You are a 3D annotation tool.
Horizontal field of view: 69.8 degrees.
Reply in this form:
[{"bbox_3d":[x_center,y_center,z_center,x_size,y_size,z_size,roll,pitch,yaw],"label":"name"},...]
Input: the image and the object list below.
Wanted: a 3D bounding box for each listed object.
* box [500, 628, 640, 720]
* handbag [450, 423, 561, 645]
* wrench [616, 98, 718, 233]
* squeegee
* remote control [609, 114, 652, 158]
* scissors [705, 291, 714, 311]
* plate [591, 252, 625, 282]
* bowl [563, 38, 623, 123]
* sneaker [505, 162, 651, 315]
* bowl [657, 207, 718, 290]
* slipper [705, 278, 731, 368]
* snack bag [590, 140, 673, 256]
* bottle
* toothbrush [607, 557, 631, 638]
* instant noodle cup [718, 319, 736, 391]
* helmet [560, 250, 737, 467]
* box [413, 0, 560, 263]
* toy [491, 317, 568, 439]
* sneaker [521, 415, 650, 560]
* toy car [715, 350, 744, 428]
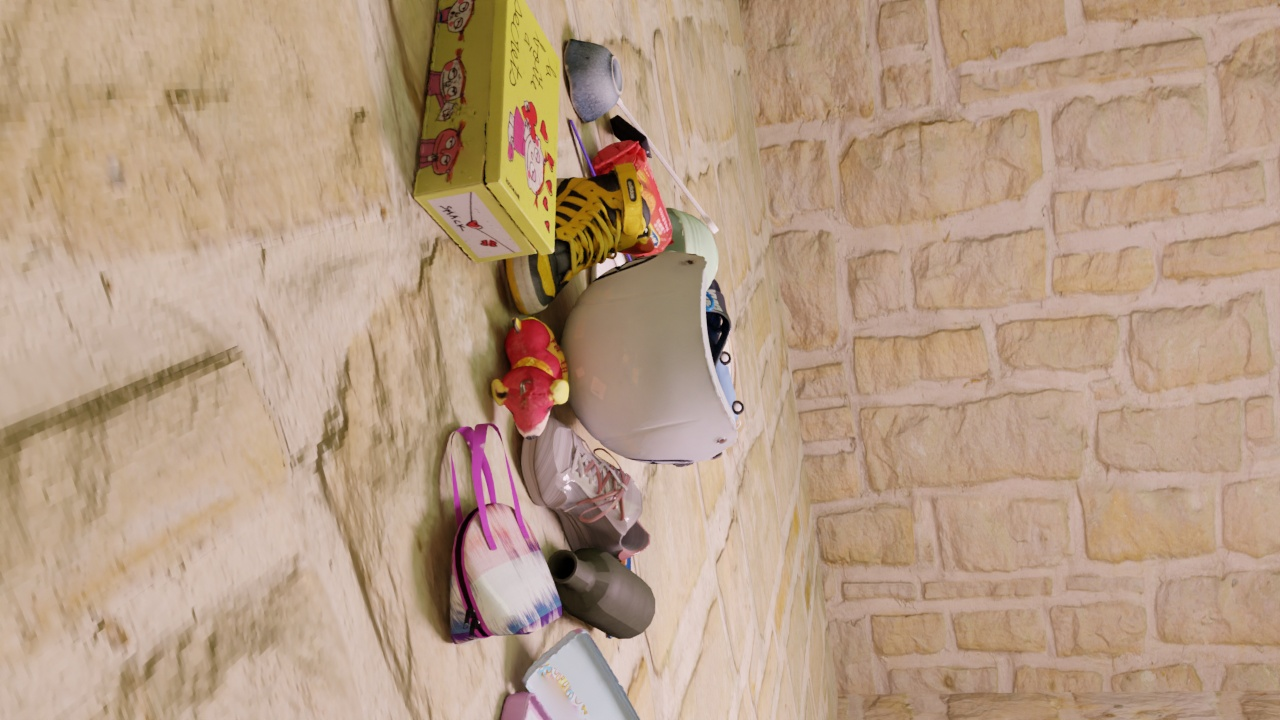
[{"bbox_3d":[-0.065,0.358,0.860,0.148,0.051,0.214,-55,142,-34],"label":"box"},{"bbox_3d":[-0.121,0.135,0.746,0.144,0.068,0.170,12,66,-74],"label":"handbag"},{"bbox_3d":[0.026,-0.290,1.299,0.273,0.009,0.047,51,8,-13],"label":"wrench"},{"bbox_3d":[-0.024,-0.160,1.108,0.250,0.055,0.185,66,-10,-27],"label":"squeegee"},{"bbox_3d":[-0.014,-0.307,1.261,0.136,0.015,0.032,-124,-166,-58],"label":"remote control"},{"bbox_3d":[0.056,-0.109,1.416,0.130,0.125,0.014,-34,154,-35],"label":"scissors"},{"bbox_3d":[-0.037,-0.085,1.206,0.156,0.014,0.157,-6,90,-74],"label":"plate"},{"bbox_3d":[-0.055,-0.362,1.177,0.110,0.055,0.110,-5,89,-75],"label":"bowl"},{"bbox_3d":[-0.056,-0.130,0.956,0.237,0.122,0.086,-77,154,-52],"label":"sneaker"},{"bbox_3d":[0.066,-0.147,1.350,0.151,0.077,0.151,-179,-90,-68],"label":"bowl"},{"bbox_3d":[0.084,-0.047,1.426,0.084,0.110,0.267,-45,-152,51],"label":"slipper"},{"bbox_3d":[-0.012,-0.216,1.237,0.176,0.082,0.082,65,24,-48],"label":"snack bag"},{"bbox_3d":[-0.044,0.236,0.946,0.207,0.071,0.071,56,31,-59],"label":"bottle"},{"bbox_3d":[-0.022,0.277,1.110,0.134,0.017,0.021,-78,158,-48],"label":"toothbrush"},{"bbox_3d":[0.121,-0.007,1.626,0.178,0.078,0.178,-5,89,-74],"label":"instant noodle cup"},{"bbox_3d":[-0.006,0.006,0.995,0.264,0.163,0.236,-170,-110,-82],"label":"helmet"},{"bbox_3d":[-0.128,-0.211,0.809,0.124,0.082,0.220,55,34,-59],"label":"box"},{"bbox_3d":[-0.099,0.006,0.865,0.137,0.067,0.105,-83,152,-63],"label":"toy"},{"bbox_3d":[-0.046,0.133,0.945,0.236,0.089,0.099,66,24,-48],"label":"sneaker"},{"bbox_3d":[0.126,0.043,1.510,0.056,0.054,0.153,146,-68,-68],"label":"toy car"}]
